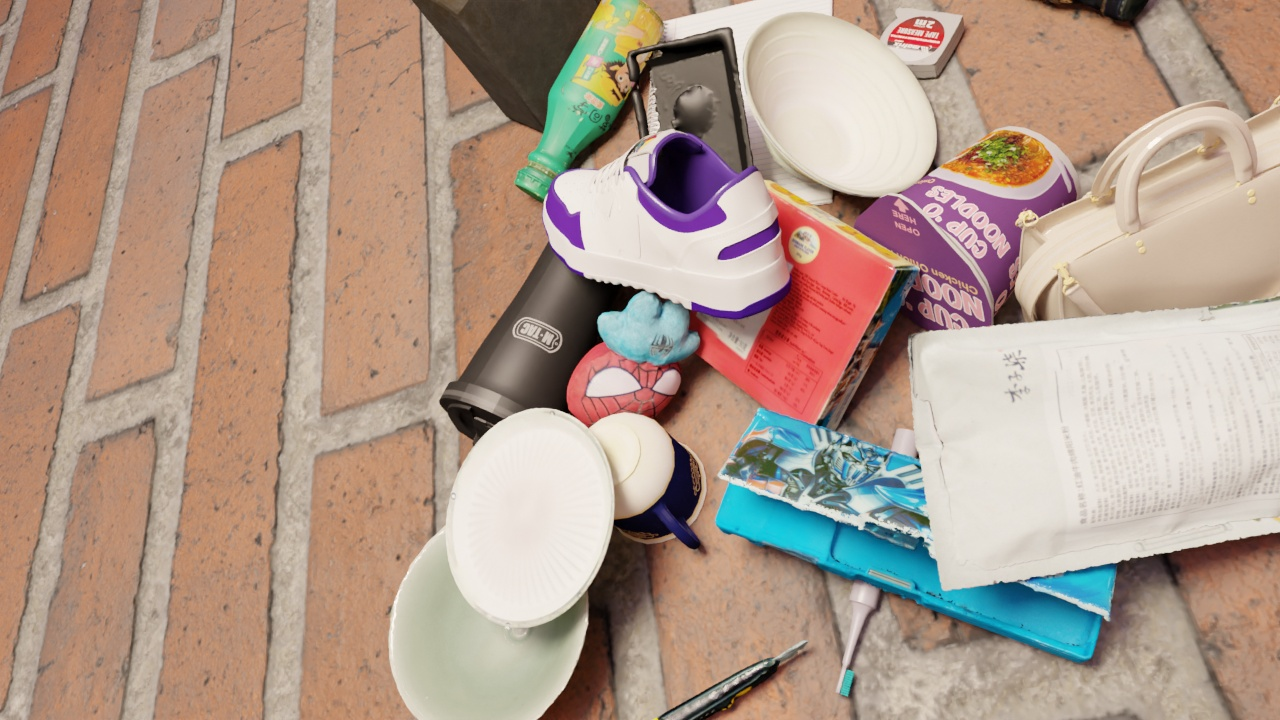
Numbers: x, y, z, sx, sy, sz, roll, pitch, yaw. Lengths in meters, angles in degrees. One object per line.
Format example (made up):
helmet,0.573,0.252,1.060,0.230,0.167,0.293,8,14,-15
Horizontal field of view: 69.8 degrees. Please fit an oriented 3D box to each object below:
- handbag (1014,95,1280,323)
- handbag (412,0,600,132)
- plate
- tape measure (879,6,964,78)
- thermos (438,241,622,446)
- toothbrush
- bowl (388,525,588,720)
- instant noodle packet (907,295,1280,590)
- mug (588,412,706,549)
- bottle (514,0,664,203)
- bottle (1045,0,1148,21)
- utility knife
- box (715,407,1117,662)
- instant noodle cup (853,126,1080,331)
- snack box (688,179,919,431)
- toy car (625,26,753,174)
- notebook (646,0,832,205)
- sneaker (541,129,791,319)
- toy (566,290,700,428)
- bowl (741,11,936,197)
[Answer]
handbag,0.323,-0.080,0.549,0.195,0.198,0.101,-26,51,12
handbag,-0.106,-0.365,0.895,0.102,0.197,0.199,31,81,33
plate,-0.080,0.112,0.664,0.157,0.014,0.156,-12,68,31
tape measure,0.240,-0.273,0.793,0.060,0.020,0.062,22,78,32
thermos,-0.077,-0.025,0.780,0.106,0.106,0.218,14,68,30
toothbrush,0.162,0.136,0.632,0.019,0.018,0.187,13,72,24
bowl,-0.101,0.199,0.697,0.174,0.068,0.174,-12,60,21
instant noodle packet,0.292,0.041,0.532,0.269,0.057,0.147,-7,85,-3
mug,0.002,0.093,0.686,0.086,0.089,0.112,-42,56,1
bottle,-0.054,-0.251,0.892,0.068,0.068,0.209,28,88,33
bottle,0.338,-0.325,0.750,0.056,0.056,0.161,-45,56,0
utility knife,0.038,0.242,0.634,0.188,0.029,0.020,-34,61,7
box,0.171,0.100,0.585,0.244,0.085,0.091,17,74,21
instant noodle cup,0.238,-0.103,0.653,0.121,0.137,0.122,-42,43,-11
snack box,0.112,-0.040,0.687,0.142,0.040,0.145,40,120,34
toy car,0.055,-0.168,0.763,0.094,0.071,0.192,-6,103,22
notebook,0.089,-0.239,0.853,0.178,0.013,0.245,-5,64,22
sneaker,0.002,-0.119,0.674,0.091,0.111,0.244,-36,43,-29
toy,-0.004,0.004,0.720,0.062,0.092,0.133,58,134,39
bowl,0.151,-0.196,0.750,0.176,0.058,0.176,9,64,-18
